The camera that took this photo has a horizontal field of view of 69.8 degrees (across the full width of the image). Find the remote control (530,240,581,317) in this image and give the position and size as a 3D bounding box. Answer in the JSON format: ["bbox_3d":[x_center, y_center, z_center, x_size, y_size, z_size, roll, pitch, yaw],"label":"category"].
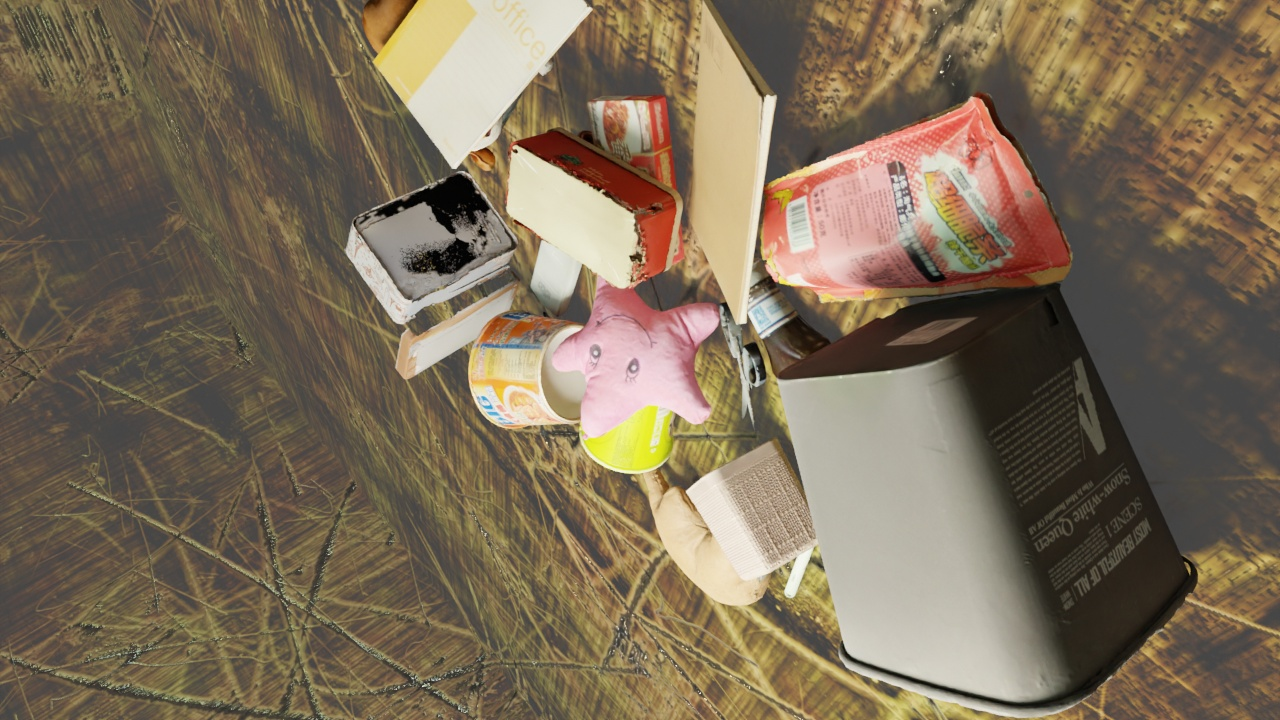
[{"bbox_3d":[-0.098,-0.111,1.092,0.058,0.021,0.150,50,151,13],"label":"remote control"}]

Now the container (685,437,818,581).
[{"bbox_3d":[0.118,0.153,0.924,0.111,0.090,0.090,61,159,12],"label":"container"}]

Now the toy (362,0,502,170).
[{"bbox_3d":[-0.200,-0.304,0.960,0.140,0.130,0.199,62,-176,-85],"label":"toy"}]

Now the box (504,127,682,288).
[{"bbox_3d":[-0.052,-0.136,0.833,0.168,0.077,0.091,34,134,28],"label":"box"}]

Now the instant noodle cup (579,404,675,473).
[{"bbox_3d":[-0.005,0.045,1.027,0.111,0.111,0.124,43,141,25],"label":"instant noodle cup"}]

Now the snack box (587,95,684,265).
[{"bbox_3d":[-0.003,-0.165,0.846,0.075,0.025,0.153,15,123,41],"label":"snack box"}]

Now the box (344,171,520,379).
[{"bbox_3d":[-0.274,-0.115,1.201,0.158,0.180,0.206,51,151,9],"label":"box"}]

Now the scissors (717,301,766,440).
[{"bbox_3d":[0.100,0.019,0.875,0.165,0.014,0.163,-144,35,-79],"label":"scissors"}]

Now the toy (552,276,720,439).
[{"bbox_3d":[-0.005,0.005,0.922,0.195,0.178,0.074,27,180,30],"label":"toy"}]

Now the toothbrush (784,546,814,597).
[{"bbox_3d":[0.176,0.207,0.984,0.029,0.020,0.190,24,142,16],"label":"toothbrush"}]

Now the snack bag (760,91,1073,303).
[{"bbox_3d":[0.177,-0.097,0.632,0.208,0.073,0.128,-8,116,54],"label":"snack bag"}]

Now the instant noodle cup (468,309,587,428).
[{"bbox_3d":[-0.117,0.013,1.122,0.112,0.151,0.151,3,122,42],"label":"instant noodle cup"}]

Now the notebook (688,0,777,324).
[{"bbox_3d":[0.066,-0.154,0.728,0.212,0.012,0.149,91,166,-47],"label":"notebook"}]

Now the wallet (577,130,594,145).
[{"bbox_3d":[-0.047,-0.159,0.953,0.108,0.031,0.132,55,152,8],"label":"wallet"}]

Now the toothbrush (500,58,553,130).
[{"bbox_3d":[-0.130,-0.278,0.977,0.018,0.015,0.181,51,152,-7],"label":"toothbrush"}]

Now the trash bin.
[{"bbox_3d":[0.219,0.080,0.619,0.199,0.198,0.220,-7,106,58],"label":"trash bin"}]

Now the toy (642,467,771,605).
[{"bbox_3d":[0.066,0.207,1.106,0.226,0.082,0.144,31,138,45],"label":"toy"}]

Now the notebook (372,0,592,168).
[{"bbox_3d":[-0.155,-0.306,0.868,0.207,0.010,0.146,-41,80,25],"label":"notebook"}]

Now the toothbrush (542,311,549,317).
[{"bbox_3d":[-0.080,0.018,1.204,0.189,0.016,0.014,59,147,1],"label":"toothbrush"}]

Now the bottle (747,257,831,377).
[{"bbox_3d":[0.141,0.000,0.801,0.195,0.044,0.080,57,162,3],"label":"bottle"}]
